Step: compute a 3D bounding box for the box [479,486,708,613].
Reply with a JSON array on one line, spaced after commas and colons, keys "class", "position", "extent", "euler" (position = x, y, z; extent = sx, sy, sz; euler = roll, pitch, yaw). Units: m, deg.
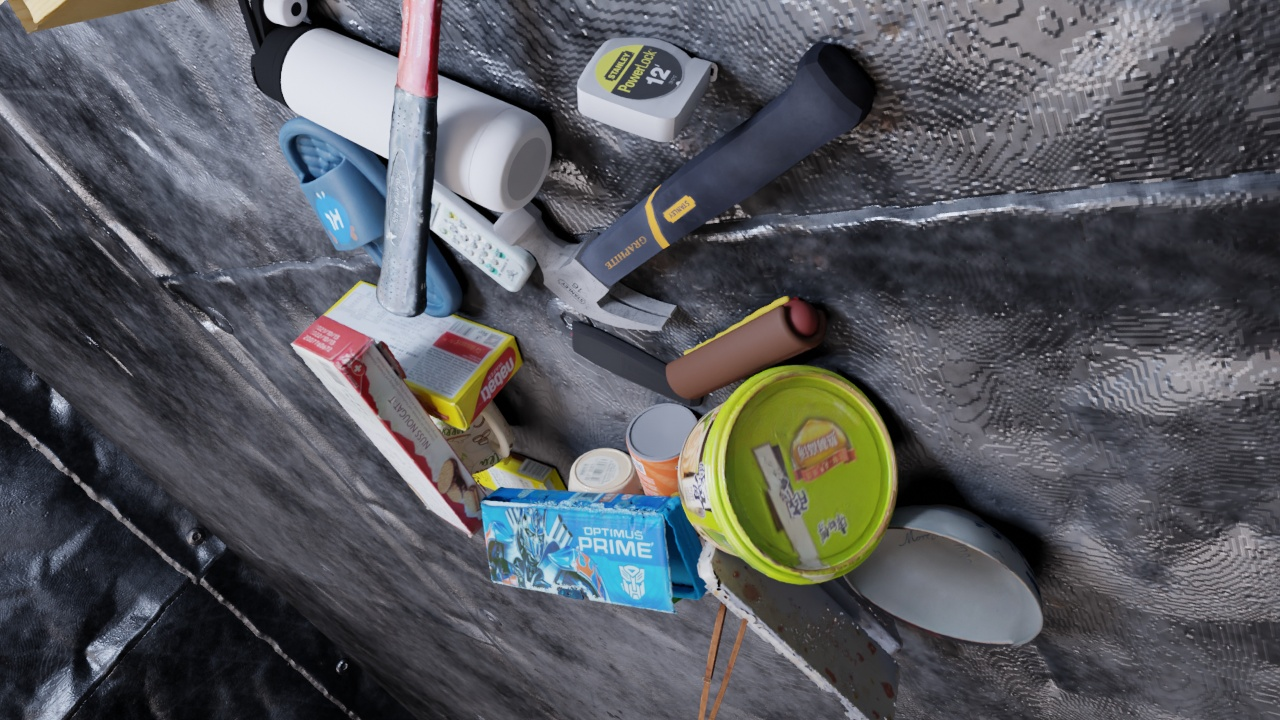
[{"class": "box", "position": [-0.055, 0.169, 0.831], "extent": [0.244, 0.065, 0.091], "euler": [-5, 115, 43]}]

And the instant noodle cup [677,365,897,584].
[{"class": "instant noodle cup", "position": [0.096, 0.081, 0.649], "extent": [0.146, 0.146, 0.098], "euler": [43, 159, -10]}]

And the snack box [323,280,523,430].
[{"class": "snack box", "position": [-0.220, -0.009, 0.876], "extent": [0.201, 0.092, 0.042], "euler": [20, 145, 25]}]

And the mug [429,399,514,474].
[{"class": "mug", "position": [-0.172, 0.062, 0.933], "extent": [0.122, 0.080, 0.097], "euler": [26, 143, 47]}]

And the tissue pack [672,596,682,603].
[{"class": "tissue pack", "position": [0.005, 0.216, 0.956], "extent": [0.114, 0.034, 0.099], "euler": [16, -174, 28]}]

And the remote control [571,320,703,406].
[{"class": "remote control", "position": [-0.004, 0.005, 0.763], "extent": [0.125, 0.010, 0.039], "euler": [26, 147, 15]}]

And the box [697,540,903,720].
[{"class": "box", "position": [0.133, 0.188, 0.749], "extent": [0.216, 0.156, 0.063], "euler": [46, 125, -14]}]

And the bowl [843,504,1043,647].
[{"class": "bowl", "position": [0.227, 0.149, 0.681], "extent": [0.151, 0.056, 0.151], "euler": [21, 146, 15]}]

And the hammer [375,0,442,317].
[{"class": "hammer", "position": [-0.143, -0.168, 0.554], "extent": [0.140, 0.036, 0.327], "euler": [27, 128, 16]}]

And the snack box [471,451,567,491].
[{"class": "snack box", "position": [-0.152, 0.130, 1.056], "extent": [0.149, 0.025, 0.061], "euler": [15, 143, 32]}]

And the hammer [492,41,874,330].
[{"class": "hammer", "position": [0.020, -0.103, 0.579], "extent": [0.139, 0.035, 0.313], "euler": [42, 148, -13]}]

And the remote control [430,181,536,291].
[{"class": "remote control", "position": [-0.141, -0.109, 0.735], "extent": [0.133, 0.022, 0.050], "euler": [39, 149, -4]}]

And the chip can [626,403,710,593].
[{"class": "chip can", "position": [0.041, 0.131, 0.835], "extent": [0.062, 0.062, 0.210], "euler": [16, 143, 30]}]

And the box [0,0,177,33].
[{"class": "box", "position": [-0.330, -0.291, 0.582], "extent": [0.249, 0.140, 0.148], "euler": [2, 142, 43]}]

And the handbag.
[{"class": "handbag", "position": [0.073, 0.241, 0.823], "extent": [0.043, 0.195, 0.093], "euler": [11, 169, 25]}]

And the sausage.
[{"class": "sausage", "position": [0.071, -0.007, 0.649], "extent": [0.040, 0.040, 0.156], "euler": [44, 148, -11]}]

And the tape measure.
[{"class": "tape measure", "position": [0.003, -0.151, 0.503], "extent": [0.065, 0.064, 0.017], "euler": [20, 146, 13]}]

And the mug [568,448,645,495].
[{"class": "mug", "position": [-0.017, 0.143, 0.903], "extent": [0.111, 0.085, 0.104], "euler": [-1, 128, 6]}]

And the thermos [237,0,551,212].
[{"class": "thermos", "position": [-0.171, -0.187, 0.625], "extent": [0.230, 0.068, 0.101], "euler": [27, 139, 17]}]

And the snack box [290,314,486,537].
[{"class": "snack box", "position": [-0.216, 0.068, 0.847], "extent": [0.077, 0.044, 0.273], "euler": [22, 151, 33]}]

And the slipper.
[{"class": "slipper", "position": [-0.235, -0.113, 0.788], "extent": [0.104, 0.059, 0.214], "euler": [3, 137, 45]}]
